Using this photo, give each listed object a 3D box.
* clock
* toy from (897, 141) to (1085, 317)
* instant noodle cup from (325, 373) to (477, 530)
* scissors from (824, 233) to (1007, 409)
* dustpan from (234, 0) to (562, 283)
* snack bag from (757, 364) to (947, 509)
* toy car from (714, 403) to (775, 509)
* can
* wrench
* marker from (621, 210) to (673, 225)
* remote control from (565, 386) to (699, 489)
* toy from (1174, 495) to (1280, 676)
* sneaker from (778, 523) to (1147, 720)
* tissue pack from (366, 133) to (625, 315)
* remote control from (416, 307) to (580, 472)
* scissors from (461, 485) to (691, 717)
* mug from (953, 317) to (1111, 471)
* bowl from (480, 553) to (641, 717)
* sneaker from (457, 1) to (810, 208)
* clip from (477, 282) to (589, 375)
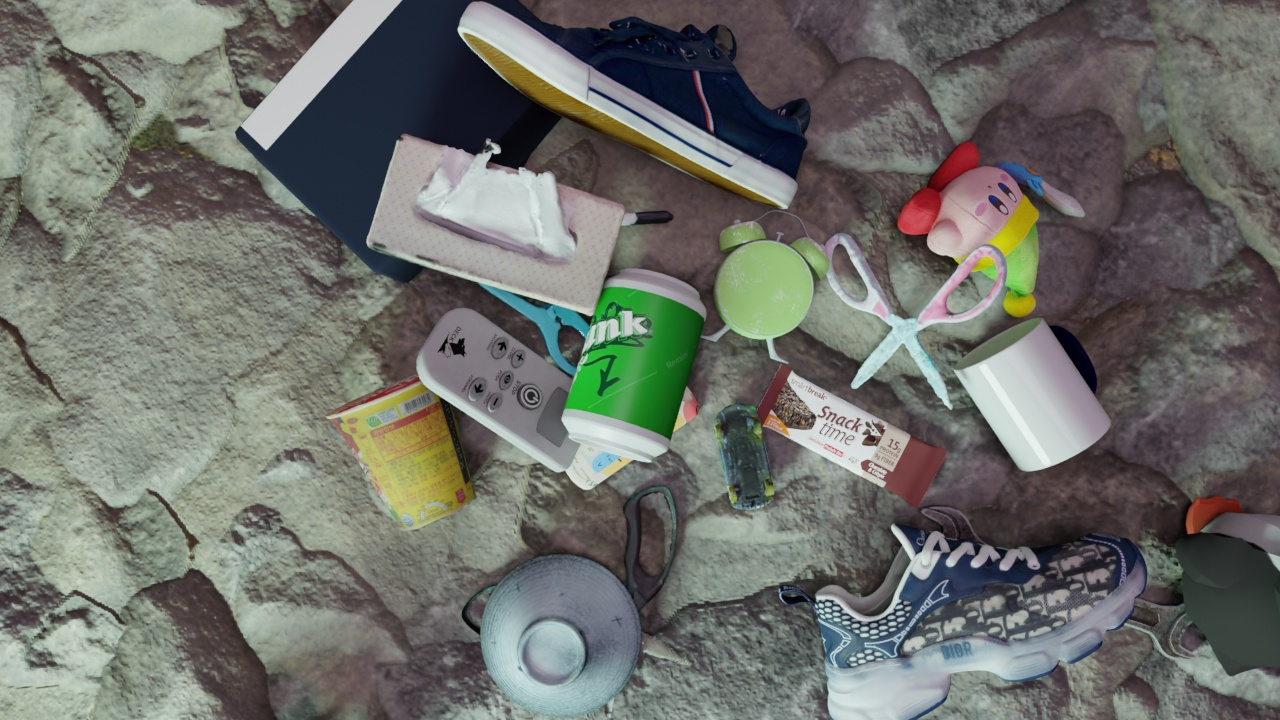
[{"bbox_3d":[0.104,-0.065,0.761,0.094,0.042,0.119,15,90,1],"label":"clock"},{"bbox_3d":[0.286,-0.106,0.748,0.131,0.097,0.124,37,62,13],"label":"toy"},{"bbox_3d":[-0.189,0.075,0.751,0.100,0.100,0.112,-20,98,2],"label":"instant noodle cup"},{"bbox_3d":[0.209,-0.045,0.733,0.177,0.013,0.171,52,133,22],"label":"scissors"},{"bbox_3d":[-0.150,-0.175,0.765,0.273,0.080,0.236,43,92,7],"label":"dustpan"},{"bbox_3d":[0.176,0.064,0.773,0.158,0.013,0.057,28,90,2],"label":"snack bag"},{"bbox_3d":[0.086,0.080,0.769,0.039,0.027,0.090,-11,91,5],"label":"toy car"},{"bbox_3d":[-0.004,0.004,0.732,0.088,0.088,0.139,16,80,2],"label":"can"},{"bbox_3d":[0.346,0.189,0.769,0.273,0.010,0.070,18,91,2],"label":"wrench"},{"bbox_3d":[-0.045,-0.115,0.759,0.152,0.011,0.011,-7,90,-17],"label":"marker"},{"bbox_3d":[-0.008,0.062,0.778,0.125,0.018,0.038,-35,89,0],"label":"remote control"},{"bbox_3d":[0.500,0.183,0.672,0.159,0.184,0.140,15,86,0],"label":"toy"},{"bbox_3d":[0.250,0.181,0.724,0.270,0.103,0.132,-27,88,10],"label":"sneaker"},{"bbox_3d":[-0.107,-0.107,0.698,0.181,0.071,0.104,18,93,-8],"label":"tissue pack"},{"bbox_3d":[-0.105,0.021,0.739,0.151,0.019,0.074,36,57,-19],"label":"remote control"},{"bbox_3d":[-0.051,0.200,0.782,0.205,0.015,0.201,7,88,1],"label":"scissors"},{"bbox_3d":[0.325,0.019,0.742,0.111,0.079,0.097,-33,89,-26],"label":"mug"},{"bbox_3d":[-0.068,0.231,0.746,0.137,0.057,0.137,0,89,3],"label":"bowl"},{"bbox_3d":[0.011,-0.223,0.695,0.294,0.121,0.127,17,97,-26],"label":"sneaker"},{"bbox_3d":[-0.077,-0.034,0.760,0.097,0.026,0.116,-30,106,-4],"label":"clip"}]
